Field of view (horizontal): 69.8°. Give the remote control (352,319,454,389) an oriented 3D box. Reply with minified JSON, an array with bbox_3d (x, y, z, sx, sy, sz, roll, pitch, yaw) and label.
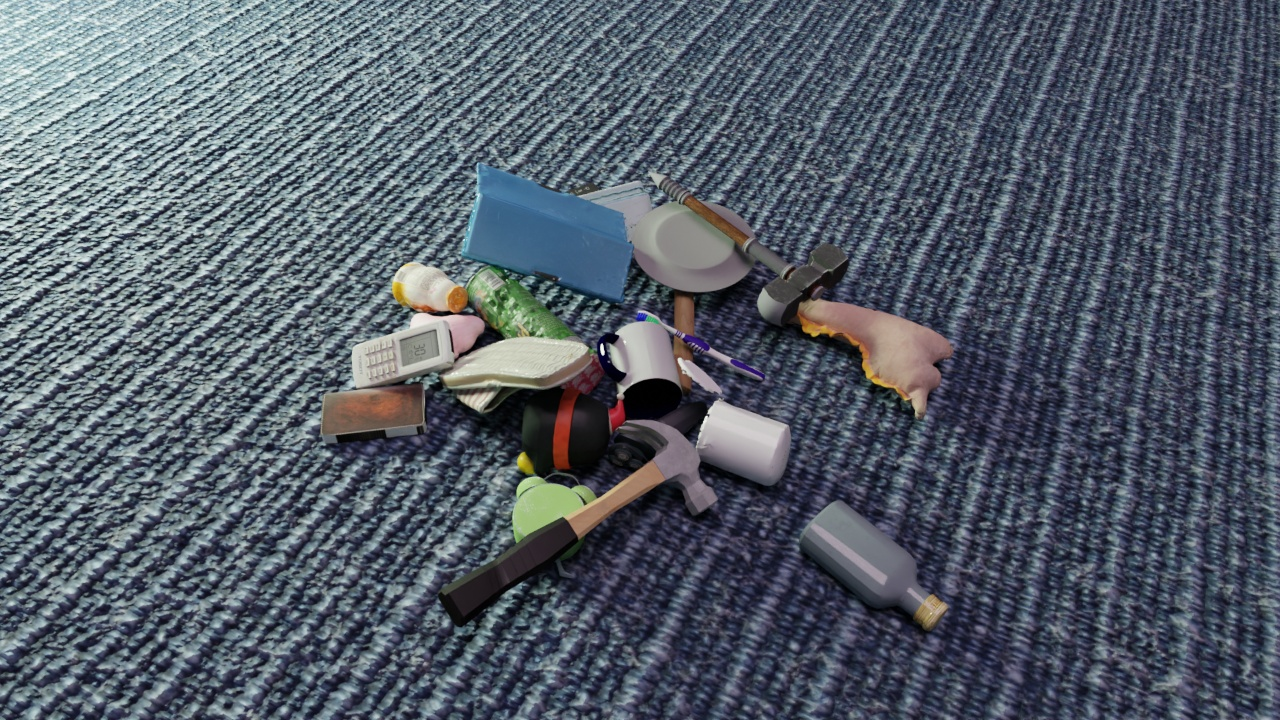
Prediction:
[{"bbox_3d":[-0.297,-0.005,1.149,0.139,0.025,0.060,-16,71,13],"label":"remote control"}]

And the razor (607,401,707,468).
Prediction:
[{"bbox_3d":[0.024,0.086,1.111,0.142,0.047,0.052,-30,80,-30],"label":"razor"}]

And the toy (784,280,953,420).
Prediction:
[{"bbox_3d":[0.273,-0.027,1.212,0.264,0.065,0.195,19,44,16],"label":"toy"}]

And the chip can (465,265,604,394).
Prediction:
[{"bbox_3d":[-0.143,-0.041,1.197,0.075,0.076,0.223,-32,55,-28],"label":"chip can"}]

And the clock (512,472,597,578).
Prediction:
[{"bbox_3d":[-0.098,0.175,1.020,0.094,0.043,0.119,9,47,4],"label":"clock"}]

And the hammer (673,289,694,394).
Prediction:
[{"bbox_3d":[0.061,-0.086,1.271,0.098,0.052,0.327,3,50,0],"label":"hammer"}]

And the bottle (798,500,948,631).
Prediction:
[{"bbox_3d":[0.254,0.224,0.989,0.072,0.046,0.161,-34,57,-29],"label":"bottle"}]

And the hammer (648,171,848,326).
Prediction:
[{"bbox_3d":[0.125,-0.181,1.280,0.155,0.043,0.322,-36,62,-26],"label":"hammer"}]

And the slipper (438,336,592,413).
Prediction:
[{"bbox_3d":[-0.150,0.018,1.086,0.114,0.052,0.263,-36,22,-34],"label":"slipper"}]

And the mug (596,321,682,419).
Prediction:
[{"bbox_3d":[-0.007,0.007,1.141,0.111,0.079,0.096,24,37,-33],"label":"mug"}]

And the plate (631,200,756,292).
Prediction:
[{"bbox_3d":[0.077,-0.168,1.298,0.178,0.012,0.178,1,54,-1],"label":"plate"}]

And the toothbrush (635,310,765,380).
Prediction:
[{"bbox_3d":[0.078,-0.017,1.191,0.186,0.015,0.016,28,58,-3],"label":"toothbrush"}]

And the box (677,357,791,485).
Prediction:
[{"bbox_3d":[0.104,0.070,1.087,0.160,0.119,0.084,17,11,15],"label":"box"}]

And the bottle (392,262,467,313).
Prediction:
[{"bbox_3d":[-0.281,-0.093,1.232,0.109,0.063,0.063,18,47,34],"label":"bottle"}]

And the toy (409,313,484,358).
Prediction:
[{"bbox_3d":[-0.259,-0.026,1.191,0.102,0.050,0.093,-1,49,9],"label":"toy"}]

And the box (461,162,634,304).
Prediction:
[{"bbox_3d":[-0.120,-0.182,1.254,0.231,0.066,0.172,15,61,-23],"label":"box"}]

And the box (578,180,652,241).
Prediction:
[{"bbox_3d":[-0.075,-0.199,1.366,0.198,0.086,0.096,-19,81,-18],"label":"box"}]

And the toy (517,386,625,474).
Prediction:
[{"bbox_3d":[-0.080,0.080,1.068,0.119,0.100,0.097,8,46,5],"label":"toy"}]

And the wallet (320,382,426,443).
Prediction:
[{"bbox_3d":[-0.326,0.063,1.127,0.123,0.019,0.072,-6,48,-9],"label":"wallet"}]

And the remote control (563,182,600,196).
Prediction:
[{"bbox_3d":[-0.129,-0.241,1.423,0.149,0.013,0.034,-24,53,-23],"label":"remote control"}]

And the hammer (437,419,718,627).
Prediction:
[{"bbox_3d":[-0.065,0.172,0.970,0.327,0.039,0.131,-29,82,-33],"label":"hammer"}]
